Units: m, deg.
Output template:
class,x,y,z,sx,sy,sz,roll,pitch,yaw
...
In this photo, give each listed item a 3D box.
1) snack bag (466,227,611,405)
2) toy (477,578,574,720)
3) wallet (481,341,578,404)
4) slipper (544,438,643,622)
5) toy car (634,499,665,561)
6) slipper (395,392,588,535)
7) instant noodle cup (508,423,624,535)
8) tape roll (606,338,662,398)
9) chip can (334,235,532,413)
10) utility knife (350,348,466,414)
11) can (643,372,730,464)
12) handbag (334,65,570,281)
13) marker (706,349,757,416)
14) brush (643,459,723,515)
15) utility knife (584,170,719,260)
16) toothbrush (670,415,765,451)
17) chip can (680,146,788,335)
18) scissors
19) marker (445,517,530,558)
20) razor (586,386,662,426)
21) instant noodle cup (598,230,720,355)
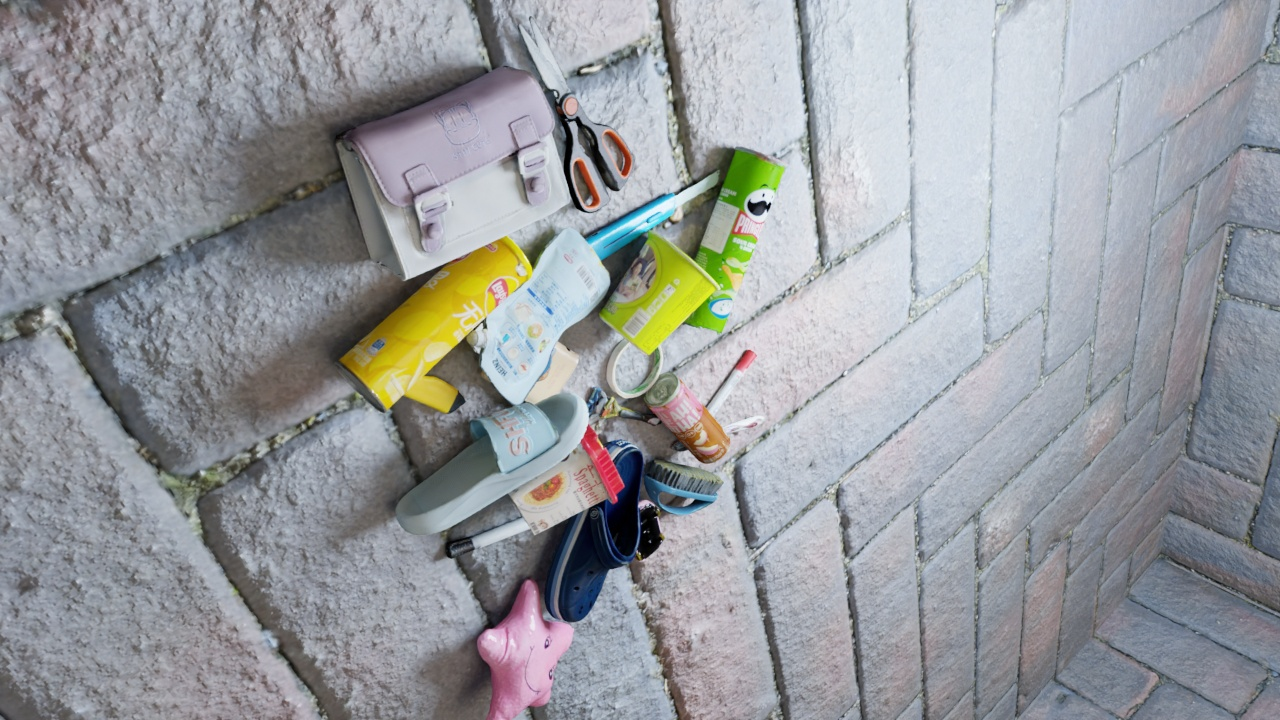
class,x,y,z,sx,sy,sz,roll,pitch,yaw
snack bag,-0.112,-0.051,1.031,0.190,0.039,0.110,-51,137,-22
toy,-0.149,0.383,1.214,0.178,0.075,0.195,-19,112,-53
wallet,-0.131,0.006,1.077,0.115,0.024,0.087,36,80,-47
slipper,-0.043,0.231,1.212,0.105,0.095,0.253,13,97,-55
toy car,0.002,0.241,1.307,0.056,0.037,0.122,-36,143,-20
slipper,-0.172,0.104,1.033,0.245,0.104,0.074,-34,118,-12
instant noodle cup,-0.103,0.136,1.111,0.124,0.116,0.116,-33,131,-11
tape roll,-0.007,0.007,1.194,0.085,0.014,0.086,-20,123,-34
chip can,-0.208,-0.044,0.935,0.213,0.072,0.072,-46,134,-20
utility knife,-0.249,0.022,0.981,0.156,0.015,0.033,31,82,-45
can,0.065,0.081,1.254,0.058,0.058,0.147,-50,128,-11
handbag,-0.177,-0.184,0.890,0.196,0.098,0.145,-32,123,-27
marker,0.122,0.046,1.329,0.145,0.017,0.017,-54,136,-7
brush,0.058,0.185,1.314,0.143,0.055,0.073,17,98,-46
utility knife,0.018,-0.181,1.121,0.224,0.018,0.034,-35,130,-26
toothbrush,0.120,0.108,1.358,0.187,0.017,0.016,-13,115,-37
chip can,0.113,-0.152,1.182,0.072,0.072,0.236,11,104,-45
scissors,-0.067,-0.273,0.997,0.152,0.022,0.235,-29,125,-37
marker,-0.181,0.216,1.140,0.130,0.018,0.023,-17,112,-35
razor,-0.017,0.070,1.213,0.142,0.022,0.043,18,100,-46
instant noodle cup,0.015,-0.076,1.115,0.123,0.112,0.111,-51,136,2
